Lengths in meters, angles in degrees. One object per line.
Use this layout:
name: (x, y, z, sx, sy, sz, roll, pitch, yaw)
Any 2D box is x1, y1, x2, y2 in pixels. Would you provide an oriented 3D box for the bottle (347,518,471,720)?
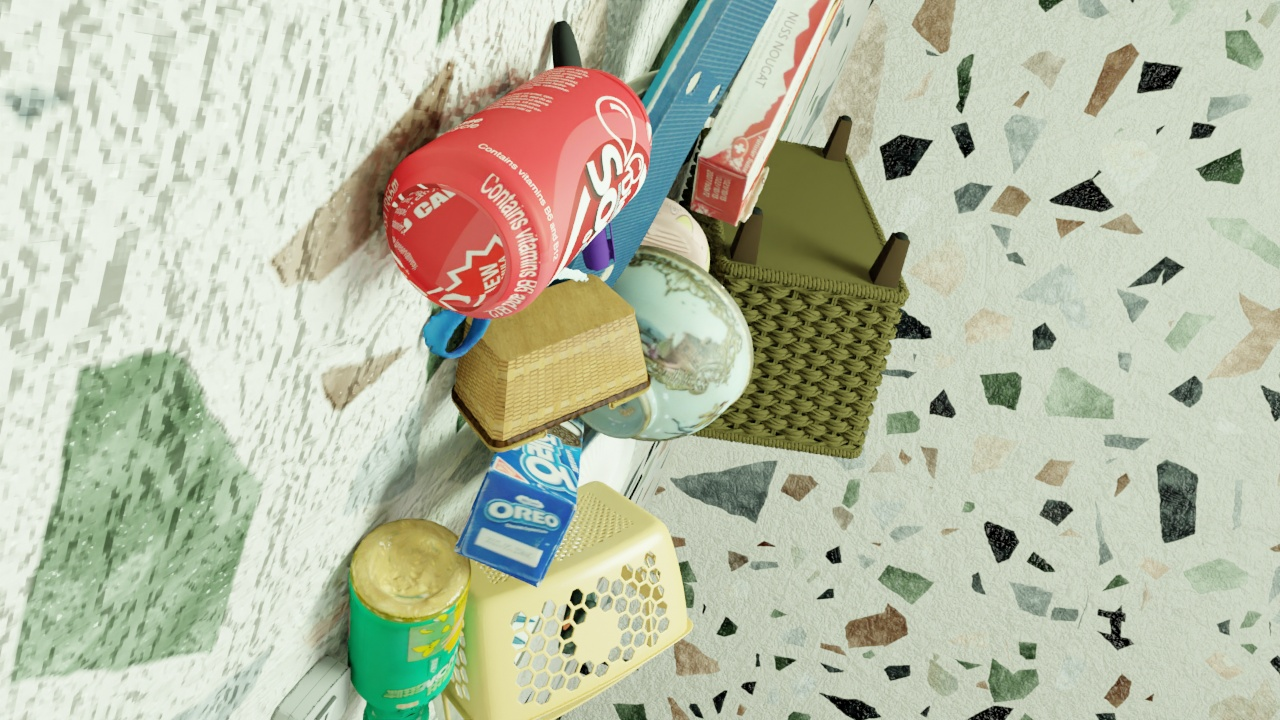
bottle: (-0.151, 0.186, 0.584, 0.067, 0.068, 0.210, -57, 169, -46)

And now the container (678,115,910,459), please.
container: (0.128, -0.097, 0.867, 0.320, 0.176, 0.205, -89, -170, -54)

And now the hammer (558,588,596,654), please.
hammer: (-0.053, 0.165, 0.924, 0.133, 0.033, 0.332, -52, -165, 20)

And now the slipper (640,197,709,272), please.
slipper: (0.008, -0.074, 0.778, 0.198, 0.093, 0.081, 105, 2, -55)

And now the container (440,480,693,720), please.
container: (-0.063, 0.200, 0.682, 0.183, 0.129, 0.167, -17, 116, -33)

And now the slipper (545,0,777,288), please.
slipper: (-0.005, -0.140, 0.569, 0.295, 0.060, 0.118, -58, 173, 23)

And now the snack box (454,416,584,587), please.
snack box: (-0.074, 0.075, 0.616, 0.226, 0.059, 0.059, -100, -145, -80)

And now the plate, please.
plate: (-0.046, 0.111, 0.794, 0.156, 0.014, 0.157, -53, 159, -30)

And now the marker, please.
marker: (-0.030, -0.110, 0.485, 0.015, 0.018, 0.134, -99, -179, -61)

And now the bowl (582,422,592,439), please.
bowl: (-0.053, 0.057, 0.845, 0.131, 0.064, 0.132, -63, 172, -16)

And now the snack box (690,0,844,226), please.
snack box: (0.110, -0.229, 0.665, 0.077, 0.044, 0.272, 95, 19, -72)

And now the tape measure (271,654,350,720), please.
tape measure: (-0.196, 0.213, 0.545, 0.060, 0.020, 0.062, -55, 167, -52)

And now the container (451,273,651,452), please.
container: (-0.053, -0.003, 0.545, 0.113, 0.063, 0.061, -22, 136, -27)

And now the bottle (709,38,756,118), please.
bottle: (0.081, -0.274, 0.737, 0.056, 0.056, 0.161, -56, 169, -49)

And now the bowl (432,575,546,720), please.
bowl: (-0.145, 0.248, 0.808, 0.177, 0.071, 0.177, -62, 172, -16)

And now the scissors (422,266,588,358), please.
scissors: (-0.069, -0.041, 0.502, 0.133, 0.015, 0.104, -4, 124, -60)

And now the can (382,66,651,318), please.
can: (-0.049, -0.079, 0.409, 0.142, 0.074, 0.075, -55, 168, -51)

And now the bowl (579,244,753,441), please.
bowl: (-0.004, 0.004, 0.698, 0.093, 0.160, 0.160, -49, 164, -41)
